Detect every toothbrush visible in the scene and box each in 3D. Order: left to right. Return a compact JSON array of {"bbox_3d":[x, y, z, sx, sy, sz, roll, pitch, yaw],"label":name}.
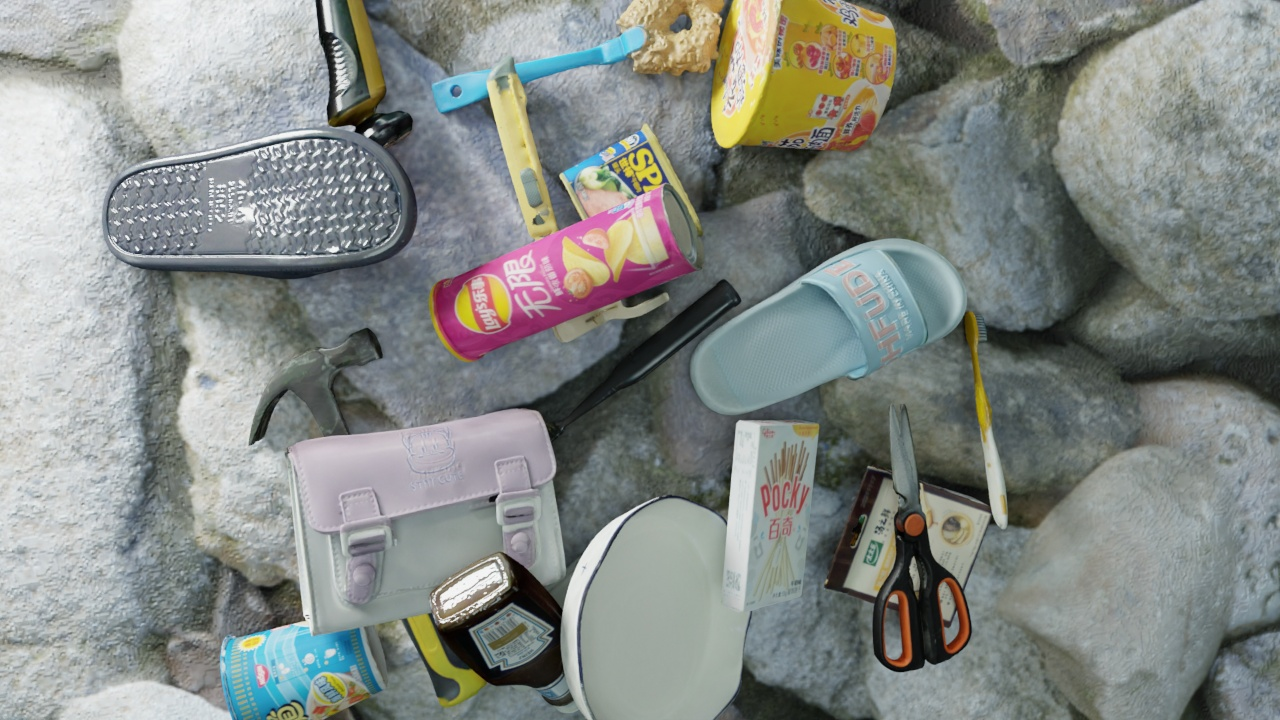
[{"bbox_3d":[-0.005,0.005,0.783,0.212,0.027,0.026,-38,59,-1],"label":"toothbrush"},{"bbox_3d":[0.302,0.050,0.795,0.018,0.016,0.191,-1,78,-15],"label":"toothbrush"}]

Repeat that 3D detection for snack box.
[{"bbox_3d":[0.110,0.129,0.779,0.084,0.027,0.157,2,95,-45],"label":"snack box"},{"bbox_3d":[0.227,0.158,0.799,0.125,0.053,0.113,19,92,-6],"label":"snack box"}]

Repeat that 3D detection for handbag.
[{"bbox_3d":[-0.167,0.120,0.720,0.196,0.099,0.145,-8,87,-25],"label":"handbag"}]

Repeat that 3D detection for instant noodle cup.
[{"bbox_3d":[-0.269,0.254,0.751,0.109,0.099,0.099,-18,95,-12],"label":"instant noodle cup"},{"bbox_3d":[0.129,-0.229,0.729,0.109,0.138,0.138,7,93,-13],"label":"instant noodle cup"}]

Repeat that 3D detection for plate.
[{"bbox_3d":[0.013,0.212,0.740,0.204,0.046,0.204,6,82,-46],"label":"plate"}]

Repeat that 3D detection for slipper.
[{"bbox_3d":[-0.294,-0.118,0.733,0.268,0.083,0.110,-1,86,13],"label":"slipper"},{"bbox_3d":[0.158,-0.027,0.771,0.245,0.074,0.104,-24,94,-1],"label":"slipper"}]

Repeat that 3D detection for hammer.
[{"bbox_3d":[-0.220,0.144,0.774,0.126,0.032,0.323,-23,96,-3],"label":"hammer"}]

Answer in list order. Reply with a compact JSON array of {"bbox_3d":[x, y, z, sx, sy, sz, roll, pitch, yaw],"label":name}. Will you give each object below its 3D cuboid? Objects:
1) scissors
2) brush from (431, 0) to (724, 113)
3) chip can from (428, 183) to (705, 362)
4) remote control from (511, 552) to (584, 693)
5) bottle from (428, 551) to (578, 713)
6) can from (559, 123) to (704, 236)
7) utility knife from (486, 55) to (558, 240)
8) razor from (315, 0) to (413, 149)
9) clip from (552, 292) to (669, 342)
[{"bbox_3d":[0.239,0.146,0.771,0.141,0.022,0.235,13,90,-18],"label":"scissors"},{"bbox_3d":[-0.049,-0.252,0.756,0.255,0.046,0.083,-16,96,2],"label":"brush"},{"bbox_3d":[-0.059,-0.065,0.712,0.211,0.071,0.071,-20,96,21],"label":"chip can"},{"bbox_3d":[-0.066,0.219,0.795,0.150,0.021,0.058,-41,102,-2],"label":"remote control"},{"bbox_3d":[-0.090,0.224,0.720,0.080,0.044,0.195,-30,134,-4],"label":"bottle"},{"bbox_3d":[-0.008,-0.129,0.759,0.083,0.057,0.102,-29,95,0],"label":"can"},{"bbox_3d":[-0.089,-0.144,0.765,0.031,0.022,0.211,-13,109,8],"label":"utility knife"},{"bbox_3d":[-0.229,-0.244,0.741,0.067,0.062,0.167,-13,89,-34],"label":"razor"},{"bbox_3d":[-0.027,-0.044,0.771,0.100,0.071,0.034,-25,96,-6],"label":"clip"}]
